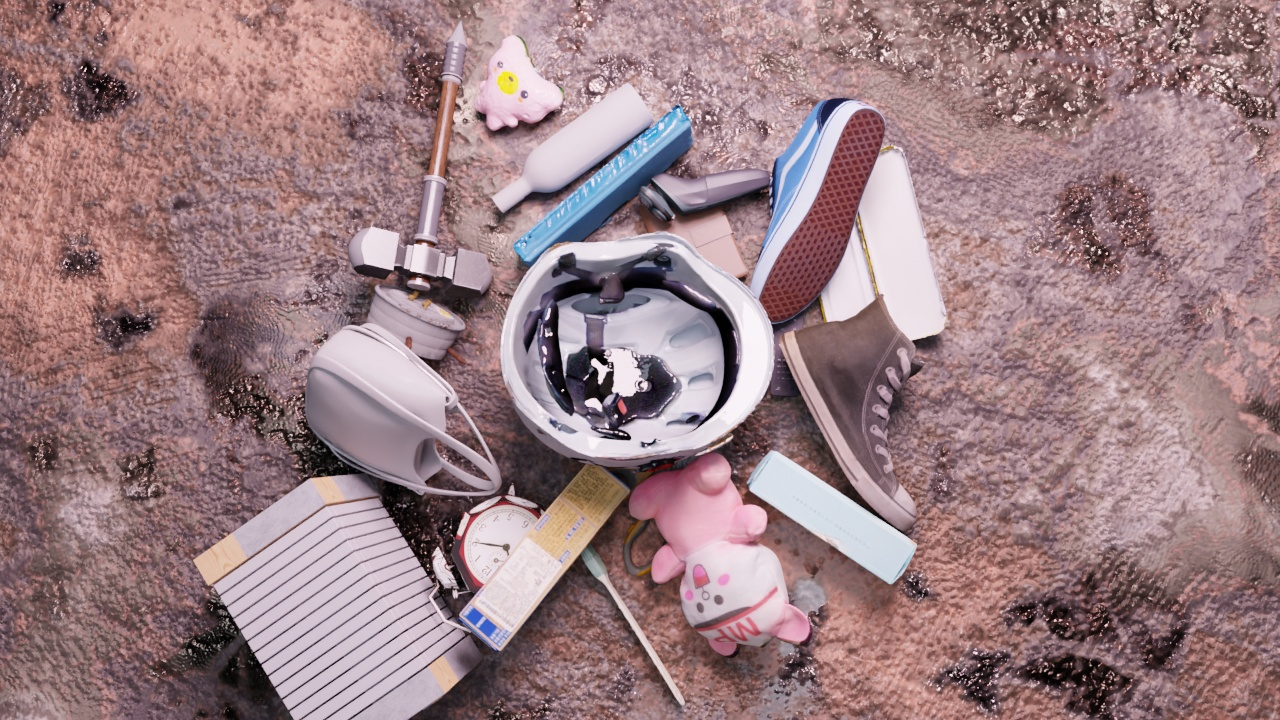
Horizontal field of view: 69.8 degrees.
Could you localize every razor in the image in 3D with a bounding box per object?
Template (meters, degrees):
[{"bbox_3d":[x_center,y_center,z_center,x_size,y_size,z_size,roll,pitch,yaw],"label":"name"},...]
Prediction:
[{"bbox_3d":[0.069,-0.186,0.996,0.143,0.047,0.052,-12,85,1],"label":"razor"}]

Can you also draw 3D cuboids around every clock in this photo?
[{"bbox_3d":[-0.255,-0.049,1.005,0.148,0.103,0.056,32,99,36],"label":"clock"},{"bbox_3d":[-0.158,0.216,0.980,0.114,0.065,0.154,40,72,0],"label":"clock"}]

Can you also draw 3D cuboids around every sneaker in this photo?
[{"bbox_3d":[0.171,-0.160,0.972,0.083,0.098,0.241,14,106,-30],"label":"sneaker"},{"bbox_3d":[0.246,0.055,0.935,0.120,0.095,0.234,-27,82,15],"label":"sneaker"}]

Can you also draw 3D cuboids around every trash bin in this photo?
[{"bbox_3d":[-0.306,0.262,0.956,0.142,0.142,0.247,-35,83,2],"label":"trash bin"}]

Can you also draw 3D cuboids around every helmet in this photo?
[{"bbox_3d":[-0.006,0.005,0.937,0.264,0.164,0.236,-1,71,-3],"label":"helmet"}]

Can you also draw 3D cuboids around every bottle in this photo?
[{"bbox_3d":[-0.080,-0.229,1.019,0.195,0.052,0.052,-35,83,2],"label":"bottle"}]

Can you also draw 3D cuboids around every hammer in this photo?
[{"bbox_3d":[-0.224,-0.235,1.027,0.156,0.043,0.321,12,76,-24],"label":"hammer"}]

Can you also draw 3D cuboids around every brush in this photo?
[{"bbox_3d":[-0.013,0.275,0.984,0.012,0.033,0.217,-33,85,2],"label":"brush"}]

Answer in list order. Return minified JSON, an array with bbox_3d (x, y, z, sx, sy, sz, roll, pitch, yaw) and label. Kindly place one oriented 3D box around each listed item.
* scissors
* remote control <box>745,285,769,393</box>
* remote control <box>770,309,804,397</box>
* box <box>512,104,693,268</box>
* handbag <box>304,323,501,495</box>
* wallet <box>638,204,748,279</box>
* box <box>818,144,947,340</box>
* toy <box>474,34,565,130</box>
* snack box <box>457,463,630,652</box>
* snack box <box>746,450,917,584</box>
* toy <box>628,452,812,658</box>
[{"bbox_3d":[0.017,0.118,1.000,0.162,0.016,0.225,30,88,7],"label":"scissors"},{"bbox_3d":[0.120,-0.020,1.004,0.046,0.009,0.124,3,86,6],"label":"remote control"},{"bbox_3d":[0.160,-0.029,0.999,0.032,0.015,0.136,3,87,6],"label":"remote control"},{"bbox_3d":[-0.043,-0.187,0.993,0.231,0.093,0.048,-40,84,2],"label":"box"},{"bbox_3d":[-0.240,0.074,0.968,0.222,0.216,0.095,32,51,1],"label":"handbag"},{"bbox_3d":[0.059,-0.134,1.017,0.087,0.013,0.121,-22,80,3],"label":"wallet"},{"bbox_3d":[0.245,-0.117,0.988,0.130,0.038,0.209,-14,83,17],"label":"box"},{"bbox_3d":[-0.144,-0.305,1.032,0.093,0.050,0.102,-35,80,6],"label":"toy"},{"bbox_3d":[-0.097,0.197,0.934,0.056,0.057,0.206,40,72,3],"label":"snack box"},{"bbox_3d":[0.195,0.160,0.951,0.174,0.075,0.053,34,90,7],"label":"snack box"},{"bbox_3d":[0.082,0.204,0.942,0.142,0.084,0.213,-29,87,31],"label":"toy"}]
